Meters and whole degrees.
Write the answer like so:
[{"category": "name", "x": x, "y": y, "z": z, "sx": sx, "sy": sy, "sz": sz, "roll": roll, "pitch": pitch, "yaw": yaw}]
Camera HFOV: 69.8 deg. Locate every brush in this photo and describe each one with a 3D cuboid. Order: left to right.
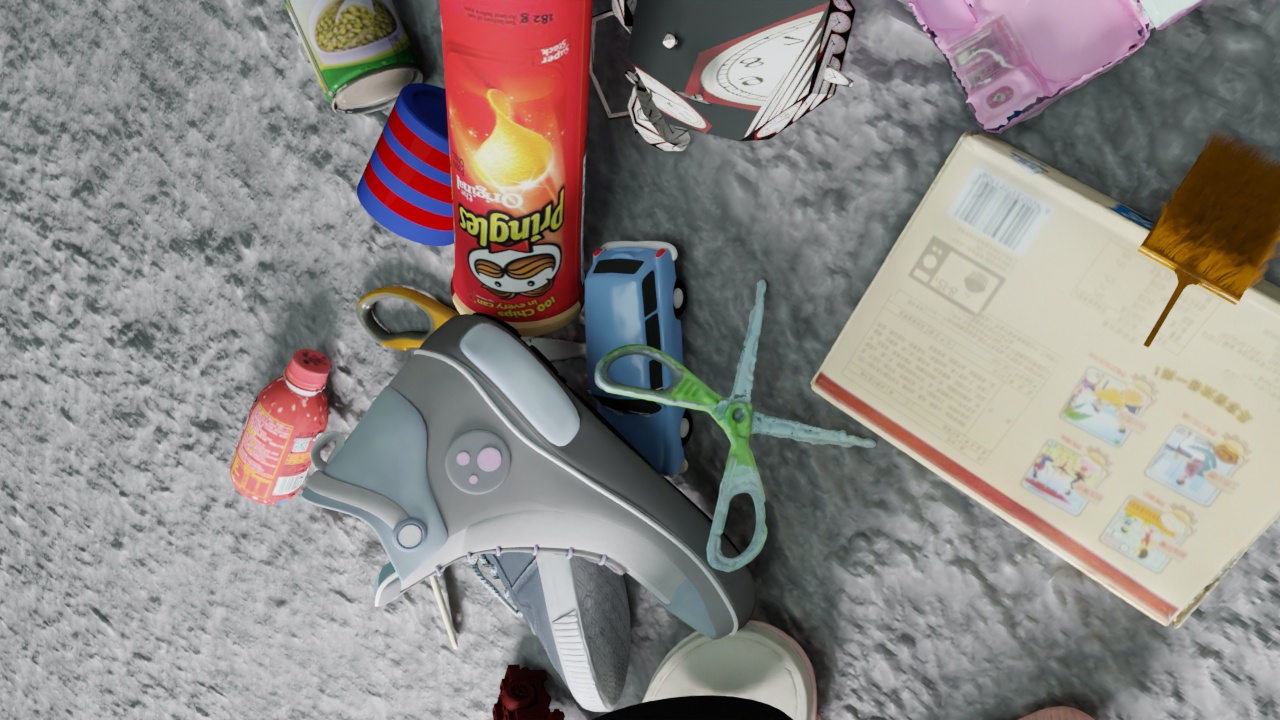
[{"category": "brush", "x": -0.173, "y": 0.131, "z": 0.712, "sx": 0.012, "sy": 0.033, "sz": 0.218, "roll": -16, "pitch": 107, "yaw": -10}, {"category": "brush", "x": 0.238, "y": -0.050, "z": 0.382, "sx": 0.048, "sy": 0.126, "sz": 0.017, "roll": 36, "pitch": 149, "yaw": 17}]

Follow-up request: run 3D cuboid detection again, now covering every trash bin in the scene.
[{"category": "trash bin", "x": 0.031, "y": 0.316, "z": 0.509, "sx": 0.184, "sy": 0.183, "sz": 0.210, "roll": -8, "pitch": 90, "yaw": 31}]

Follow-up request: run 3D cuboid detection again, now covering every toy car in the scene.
[{"category": "toy car", "x": -0.065, "y": 0.302, "z": 0.656, "sx": 0.169, "sy": 0.061, "sz": 0.070, "roll": -117, "pitch": 40, "yaw": -55}, {"category": "toy car", "x": -0.003, "y": 0.003, "z": 0.573, "sx": 0.056, "sy": 0.054, "sz": 0.153, "roll": 4, "pitch": 106, "yaw": 29}]

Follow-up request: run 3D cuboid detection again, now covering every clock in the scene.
[{"category": "clock", "x": 0.032, "y": -0.174, "z": 0.498, "sx": 0.155, "sy": 0.064, "sz": 0.115, "roll": -4, "pitch": 101, "yaw": 30}]

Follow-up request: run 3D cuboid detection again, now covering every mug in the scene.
[{"category": "mug", "x": -0.120, "y": -0.119, "z": 0.605, "sx": 0.112, "sy": 0.074, "sz": 0.076, "roll": 30, "pitch": 120, "yaw": -10}]

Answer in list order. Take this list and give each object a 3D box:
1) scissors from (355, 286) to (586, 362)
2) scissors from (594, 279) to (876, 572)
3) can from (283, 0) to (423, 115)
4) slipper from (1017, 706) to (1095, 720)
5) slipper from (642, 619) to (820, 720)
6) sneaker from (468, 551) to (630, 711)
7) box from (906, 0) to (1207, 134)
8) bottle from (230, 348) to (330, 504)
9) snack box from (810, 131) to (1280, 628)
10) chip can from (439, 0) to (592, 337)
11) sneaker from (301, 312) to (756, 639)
[{"category": "scissors", "x": -0.118, "y": 0.006, "z": 0.663, "sx": 0.226, "sy": 0.016, "sz": 0.175, "roll": 6, "pitch": 107, "yaw": 29}, {"category": "scissors", "x": 0.055, "y": 0.033, "z": 0.521, "sx": 0.171, "sy": 0.021, "sz": 0.172, "roll": 14, "pitch": 69, "yaw": -8}, {"category": "can", "x": -0.199, "y": -0.234, "z": 0.614, "sx": 0.067, "sy": 0.067, "sz": 0.121, "roll": -23, "pitch": 92, "yaw": 33}, {"category": "slipper", "x": 0.196, "y": 0.274, "z": 0.517, "sx": 0.081, "sy": 0.093, "sz": 0.198, "roll": 43, "pitch": 120, "yaw": 1}, {"category": "slipper", "x": 0.041, "y": 0.283, "z": 0.626, "sx": 0.114, "sy": 0.054, "sz": 0.275, "roll": 32, "pitch": 114, "yaw": 19}, {"category": "sneaker", "x": -0.072, "y": 0.128, "z": 0.625, "sx": 0.087, "sy": 0.089, "sz": 0.235, "roll": -15, "pitch": 90, "yaw": 19}, {"category": "box", "x": 0.165, "y": -0.238, "z": 0.408, "sx": 0.161, "sy": 0.061, "sz": 0.230, "roll": -33, "pitch": 86, "yaw": 52}, {"category": "bottle", "x": -0.288, "y": 0.051, "z": 0.748, "sx": 0.062, "sy": 0.061, "sz": 0.138, "roll": 41, "pitch": 118, "yaw": 15}, {"category": "snack box", "x": 0.212, "y": 0.005, "z": 0.449, "sx": 0.207, "sy": 0.055, "sz": 0.154, "roll": 35, "pitch": 118, "yaw": 17}, {"category": "chip can", "x": -0.069, "y": -0.120, "z": 0.518, "sx": 0.087, "sy": 0.086, "sz": 0.214, "roll": 27, "pitch": 136, "yaw": 21}, {"category": "sneaker", "x": -0.061, "y": 0.107, "z": 0.528, "sx": 0.256, "sy": 0.160, "sz": 0.093, "roll": 47, "pitch": 164, "yaw": -10}]
